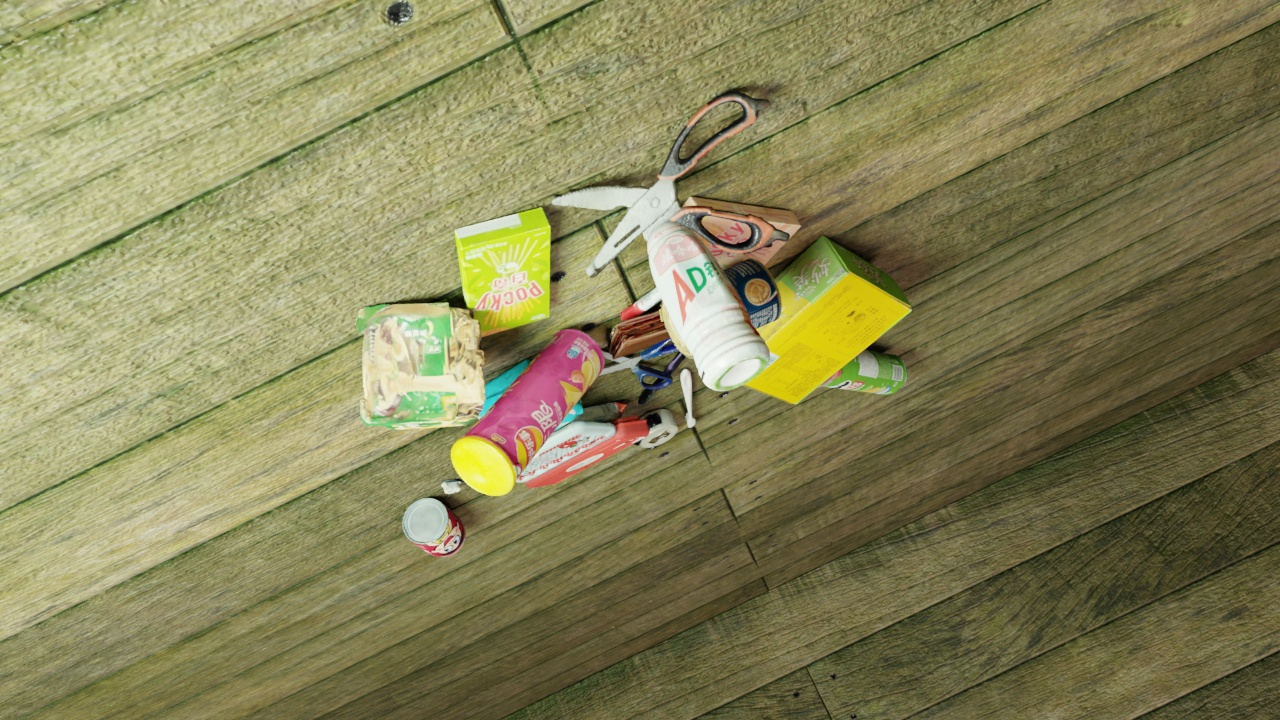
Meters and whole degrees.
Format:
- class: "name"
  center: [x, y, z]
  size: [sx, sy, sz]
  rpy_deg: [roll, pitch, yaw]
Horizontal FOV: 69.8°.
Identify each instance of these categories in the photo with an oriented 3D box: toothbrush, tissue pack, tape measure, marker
- class: "toothbrush"
  center: [0.068, 0.054, 1.334]
  size: [0.016, 0.016, 0.180]
  rpy_deg: [-24, 152, -7]
- class: "toothbrush"
  center: [-0.200, 0.169, 1.309]
  size: [0.180, 0.018, 0.016]
  rpy_deg: [-4, 144, -39]
- class: "tissue pack"
  center: [-0.137, 0.051, 1.103]
  size: [0.093, 0.050, 0.133]
  rpy_deg: [-30, 153, 12]
- class: "tape measure"
  center: [0.021, 0.101, 1.356]
  size: [0.066, 0.033, 0.065]
  rpy_deg: [-35, 154, 20]
- class: "marker"
  center: [0.024, -0.076, 1.005]
  size: [0.017, 0.017, 0.146]
  rpy_deg: [-3, 161, -38]
- class: "toothbrush"
  center: [0.047, 0.004, 1.220]
  size: [0.016, 0.014, 0.190]
  rpy_deg: [-11, 152, -42]

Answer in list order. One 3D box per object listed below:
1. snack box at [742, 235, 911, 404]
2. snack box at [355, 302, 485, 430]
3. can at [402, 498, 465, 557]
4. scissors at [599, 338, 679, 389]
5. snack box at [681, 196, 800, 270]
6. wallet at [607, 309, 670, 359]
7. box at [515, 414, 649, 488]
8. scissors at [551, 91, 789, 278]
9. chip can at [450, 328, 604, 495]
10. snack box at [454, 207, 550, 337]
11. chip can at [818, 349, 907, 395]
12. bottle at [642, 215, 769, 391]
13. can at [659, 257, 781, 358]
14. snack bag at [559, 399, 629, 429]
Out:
- class: "snack box"
  center: [0.216, -0.045, 1.173]
  size: [0.157, 0.070, 0.211]
  rpy_deg: [20, 127, -42]
- class: "snack box"
  center: [-0.213, 0.018, 0.900]
  size: [0.117, 0.118, 0.106]
  rpy_deg: [-2, 161, -12]
- class: "can"
  center: [-0.290, 0.239, 1.300]
  size: [0.066, 0.066, 0.094]
  rpy_deg: [-24, 155, -3]
- class: "scissors"
  center: [-0.001, 0.002, 1.162]
  size: [0.174, 0.012, 0.162]
  rpy_deg: [-28, 148, 8]
- class: "snack box"
  center: [0.092, -0.132, 0.988]
  size: [0.157, 0.026, 0.085]
  rpy_deg: [-2, 146, -40]
- class: "wallet"
  center: [0.023, -0.039, 1.071]
  size: [0.124, 0.032, 0.101]
  rpy_deg: [-21, 173, -12]
- class: "box"
  center: [-0.102, 0.126, 1.244]
  size: [0.202, 0.039, 0.157]
  rpy_deg: [-30, 164, 33]
- class: "scissors"
  center: [0.033, -0.153, 0.831]
  size: [0.225, 0.015, 0.189]
  rpy_deg: [10, 110, -4]
- class: "chip can"
  center: [-0.113, 0.048, 0.970]
  size: [0.072, 0.071, 0.209]
  rpy_deg: [-52, -179, 43]
- class: "snack box"
  center: [-0.130, -0.081, 0.889]
  size: [0.085, 0.026, 0.157]
  rpy_deg: [-17, 153, -15]
- class: "chip can"
  center: [0.332, 0.013, 1.423]
  size: [0.235, 0.072, 0.072]
  rpy_deg: [7, 139, -49]
- class: "bottle"
  center: [0.052, -0.067, 0.879]
  size: [0.068, 0.196, 0.068]
  rpy_deg: [-21, 155, -11]
- class: "can"
  center: [0.086, -0.056, 0.992]
  size: [0.111, 0.075, 0.075]
  rpy_deg: [-25, 155, -18]
- class: "snack bag"
  center: [-0.062, 0.075, 1.240]
  size: [0.104, 0.026, 0.048]
  rpy_deg: [-10, 151, -28]
